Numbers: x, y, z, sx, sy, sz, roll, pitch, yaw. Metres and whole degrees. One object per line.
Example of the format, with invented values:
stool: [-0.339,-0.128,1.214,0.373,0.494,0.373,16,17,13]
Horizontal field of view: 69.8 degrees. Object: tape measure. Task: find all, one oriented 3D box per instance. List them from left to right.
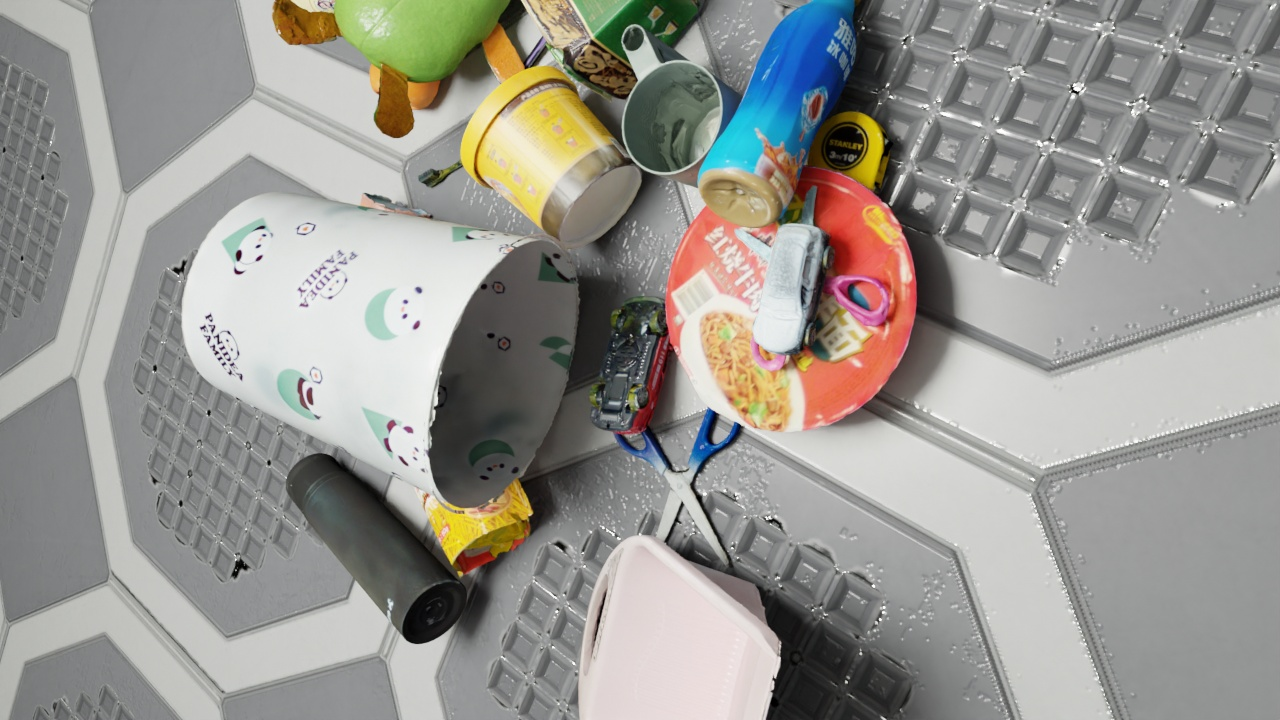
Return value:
tape measure: [0.157,-0.154,0.683,0.060,0.028,0.057,18,99,30]

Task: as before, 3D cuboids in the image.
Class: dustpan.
dustpan: [0.004,0.251,0.668,0.139,0.273,0.222,14,94,5]

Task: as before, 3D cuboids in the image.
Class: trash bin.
trash bin: [-0.213,-0.023,0.759,0.252,0.229,0.230,18,98,18]

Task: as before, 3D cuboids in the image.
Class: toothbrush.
toothbrush: [-0.142,-0.208,0.871,0.186,0.017,0.012,-22,71,29]
toothbrush: [-0.090,-0.290,0.847,0.189,0.016,0.014,-48,55,24]

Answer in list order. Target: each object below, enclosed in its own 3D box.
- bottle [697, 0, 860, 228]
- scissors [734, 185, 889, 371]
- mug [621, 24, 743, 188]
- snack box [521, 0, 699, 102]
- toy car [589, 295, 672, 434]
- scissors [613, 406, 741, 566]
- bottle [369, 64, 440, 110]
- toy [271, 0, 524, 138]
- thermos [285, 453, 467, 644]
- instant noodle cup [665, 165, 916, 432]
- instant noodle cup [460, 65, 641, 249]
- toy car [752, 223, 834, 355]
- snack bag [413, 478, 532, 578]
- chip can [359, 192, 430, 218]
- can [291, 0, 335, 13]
bottle: [0.110,-0.196,0.650,0.065,0.065,0.218,14,67,31]
scissors: [0.116,-0.056,0.639,0.134,0.017,0.133,10,91,33]
mug: [0.041,-0.192,0.711,0.084,0.103,0.124,-30,73,27]
snack box: [-0.026,-0.297,0.749,0.106,0.117,0.118,-37,74,20]
toy car: [-0.005,0.004,0.763,0.053,0.045,0.120,5,73,35]
scissors: [0.031,0.090,0.764,0.162,0.012,0.176,37,108,25]
bottle: [-0.212,-0.323,0.894,0.067,0.066,0.149,22,93,30]
toy: [-0.193,-0.327,0.824,0.227,0.090,0.246,45,78,-14]
thermos: [-0.262,0.182,0.898,0.243,0.068,0.090,32,142,39]
instant noodle cup: [0.116,-0.044,0.685,0.194,0.065,0.194,-1,88,30]
instant noodle cup: [-0.070,-0.166,0.775,0.114,0.118,0.119,45,111,16]
toy car: [0.101,-0.049,0.619,0.043,0.034,0.090,13,89,28]
snack bag: [-0.176,0.089,0.867,0.129,0.073,0.207,-43,61,24]
chip can: [-0.275,-0.056,0.917,0.071,0.071,0.215,26,102,29]
can: [-0.310,-0.400,0.953,0.117,0.058,0.058,-26,76,28]
